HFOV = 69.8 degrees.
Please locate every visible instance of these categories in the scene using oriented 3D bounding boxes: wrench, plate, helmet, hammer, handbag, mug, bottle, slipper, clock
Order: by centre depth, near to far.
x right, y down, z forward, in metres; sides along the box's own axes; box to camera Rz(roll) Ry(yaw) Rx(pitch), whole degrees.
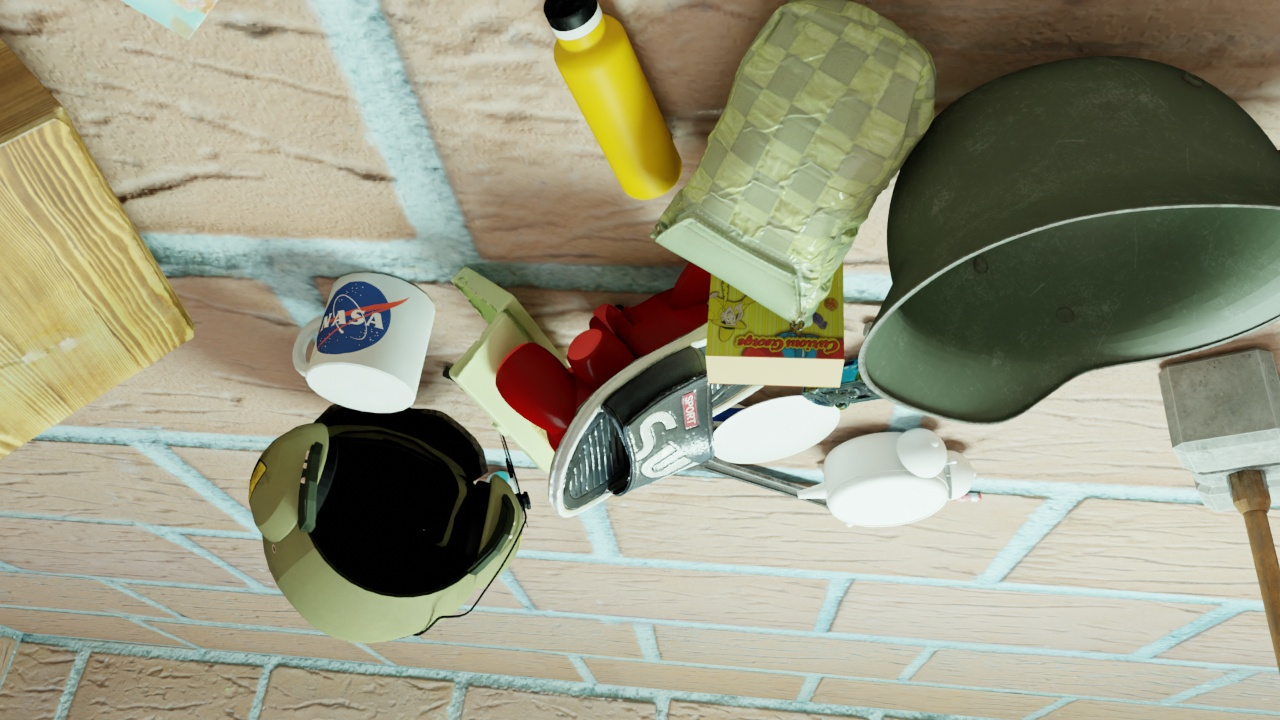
[{"bbox_3d":[0.247,-0.078,0.515,0.267,0.153,0.228,7,151,-16],"label":"helmet"},{"bbox_3d":[0.095,-0.116,0.535,0.113,0.116,0.187,33,126,6],"label":"handbag"},{"bbox_3d":[-0.016,-0.156,0.543,0.043,0.043,0.144,-5,150,19],"label":"bottle"},{"bbox_3d":[0.045,0.033,0.690,0.063,0.263,0.111,36,147,34],"label":"slipper"},{"bbox_3d":[0.507,0.167,0.742,0.083,0.317,0.162,-16,145,35],"label":"hammer"},{"bbox_3d":[-0.248,-0.014,0.802,0.121,0.090,0.091,-2,150,15],"label":"mug"},{"bbox_3d":[-0.243,0.136,0.881,0.250,0.255,0.234,20,146,-21],"label":"helmet"},{"bbox_3d":[0.135,0.067,0.929,0.134,0.011,0.135,-9,148,-6],"label":"plate"},{"bbox_3d":[0.262,0.121,0.982,0.161,0.072,0.125,-26,139,34],"label":"clock"},{"bbox_3d":[0.145,0.142,1.077,0.273,0.010,0.070,19,150,-16],"label":"wrench"},{"bbox_3d":[-0.180,0.176,1.184,0.044,0.044,0.136,8,151,-4],"label":"bottle"}]

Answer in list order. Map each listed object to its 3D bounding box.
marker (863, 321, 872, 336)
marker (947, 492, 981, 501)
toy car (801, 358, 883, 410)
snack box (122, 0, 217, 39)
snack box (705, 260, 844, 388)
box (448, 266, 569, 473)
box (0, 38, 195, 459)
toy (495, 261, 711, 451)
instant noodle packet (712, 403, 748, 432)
[{"bbox_3d":[0.258,-0.014,0.776,0.140,0.016,0.016,9,151,-5],"label":"marker"},{"bbox_3d":[0.329,0.161,1.087,0.142,0.012,0.013,0,151,11],"label":"marker"},{"bbox_3d":[0.195,0.019,0.833,0.048,0.032,0.106,28,150,-35],"label":"toy car"},{"bbox_3d":[-0.211,-0.232,0.435,0.075,0.053,0.175,29,145,-36],"label":"snack box"},{"bbox_3d":[0.094,-0.047,0.634,0.088,0.125,0.040,2,151,8],"label":"snack box"},{"bbox_3d":[-0.115,0.009,0.803,0.082,0.097,0.188,30,162,32],"label":"box"},{"bbox_3d":[-0.571,-0.109,0.647,0.336,0.285,0.280,43,155,13],"label":"box"},{"bbox_3d":[-0.005,0.005,0.755,0.197,0.120,0.158,-39,143,-4],"label":"toy"},{"bbox_3d":[0.048,0.066,0.956,0.134,0.026,0.087,3,148,6],"label":"instant noodle packet"}]
